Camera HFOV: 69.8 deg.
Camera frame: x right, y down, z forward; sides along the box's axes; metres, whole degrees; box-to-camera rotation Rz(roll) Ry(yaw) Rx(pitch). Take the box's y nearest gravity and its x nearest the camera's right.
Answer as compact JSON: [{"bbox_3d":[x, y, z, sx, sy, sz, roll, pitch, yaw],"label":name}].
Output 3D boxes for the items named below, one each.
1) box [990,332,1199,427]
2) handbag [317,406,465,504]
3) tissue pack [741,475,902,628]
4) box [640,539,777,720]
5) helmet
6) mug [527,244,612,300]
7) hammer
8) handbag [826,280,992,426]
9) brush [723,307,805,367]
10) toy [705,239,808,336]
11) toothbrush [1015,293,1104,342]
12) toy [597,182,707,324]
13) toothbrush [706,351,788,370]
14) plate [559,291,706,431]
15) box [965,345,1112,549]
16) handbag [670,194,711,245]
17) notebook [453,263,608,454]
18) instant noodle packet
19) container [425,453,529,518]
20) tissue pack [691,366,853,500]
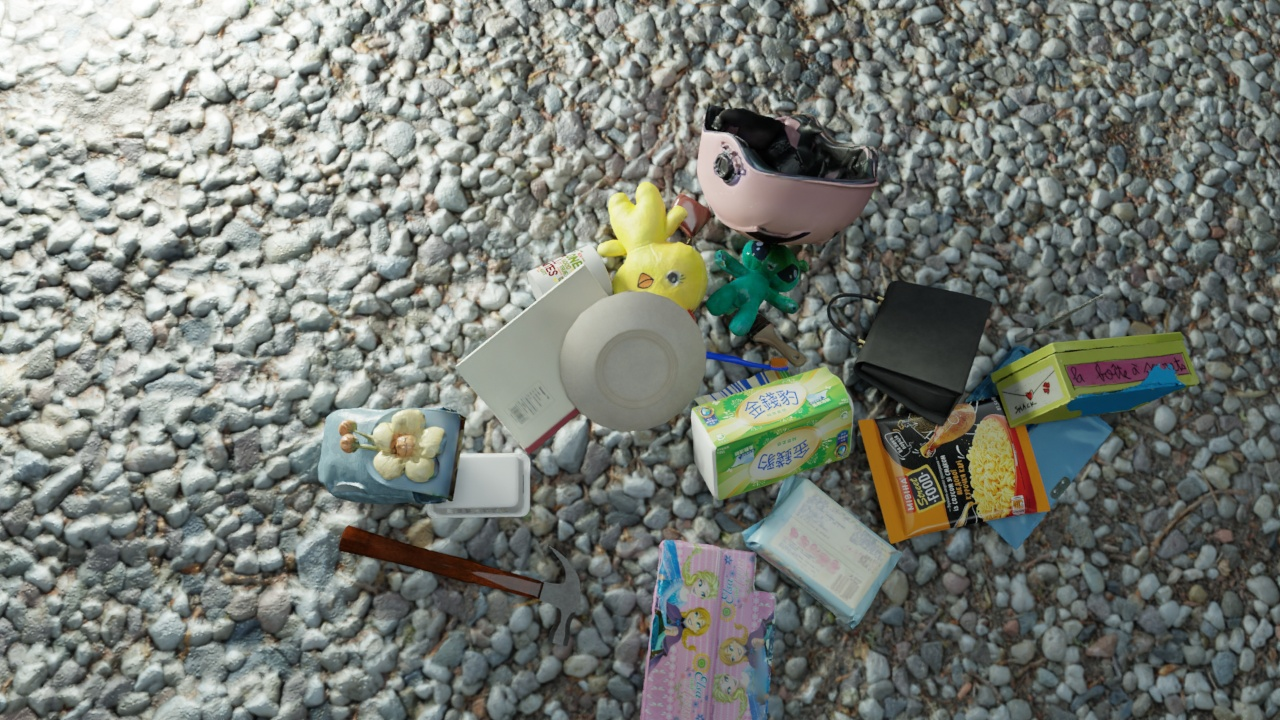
[{"bbox_3d":[0.586,0.024,1.185,0.220,0.125,0.080,-7,72,-19],"label":"box"},{"bbox_3d":[-0.303,0.107,1.084,0.192,0.118,0.121,0,73,24],"label":"handbag"},{"bbox_3d":[0.227,0.236,1.157,0.182,0.070,0.112,38,75,7],"label":"tissue pack"},{"bbox_3d":[0.090,0.346,1.135,0.159,0.035,0.230,8,76,-5],"label":"box"},{"bbox_3d":[0.182,-0.232,1.199,0.229,0.153,0.255,-6,34,-36],"label":"helmet"},{"bbox_3d":[-0.087,-0.087,1.209,0.089,0.073,0.105,-26,105,-12],"label":"mug"},{"bbox_3d":[-0.220,0.256,1.127,0.300,0.028,0.111,15,76,-2],"label":"hammer"},{"bbox_3d":[0.341,-0.035,1.220,0.196,0.072,0.175,24,53,12],"label":"handbag"},{"bbox_3d":[0.161,-0.040,1.223,0.038,0.012,0.151,-36,61,-20],"label":"brush"},{"bbox_3d":[0.155,-0.104,1.222,0.130,0.073,0.192,41,55,4],"label":"toy"},{"bbox_3d":[0.547,-0.057,1.204,0.010,0.182,0.010,0,72,-12],"label":"toothbrush"},{"bbox_3d":[0.019,-0.129,1.204,0.134,0.092,0.207,-20,94,26],"label":"toy"},{"bbox_3d":[0.105,-0.007,1.209,0.183,0.016,0.018,10,112,13],"label":"toothbrush"},{"bbox_3d":[-0.007,0.007,1.162,0.188,0.027,0.189,-3,109,-8],"label":"plate"},{"bbox_3d":[0.502,0.114,1.234,0.231,0.033,0.174,-43,85,-14],"label":"box"},{"bbox_3d":[0.047,-0.168,1.265,0.055,0.029,0.119,31,80,0],"label":"handbag"},{"bbox_3d":[-0.108,-0.001,1.171,0.208,0.012,0.153,-40,109,-8],"label":"notebook"},{"bbox_3d":[0.405,0.136,1.185,0.220,0.032,0.159,-10,77,-8],"label":"instant noodle packet"},{"bbox_3d":[-0.203,0.153,1.142,0.129,0.050,0.080,0,76,-6],"label":"container"},{"bbox_3d":[0.155,0.072,1.178,0.197,0.120,0.141,-12,41,-15],"label":"tissue pack"}]
